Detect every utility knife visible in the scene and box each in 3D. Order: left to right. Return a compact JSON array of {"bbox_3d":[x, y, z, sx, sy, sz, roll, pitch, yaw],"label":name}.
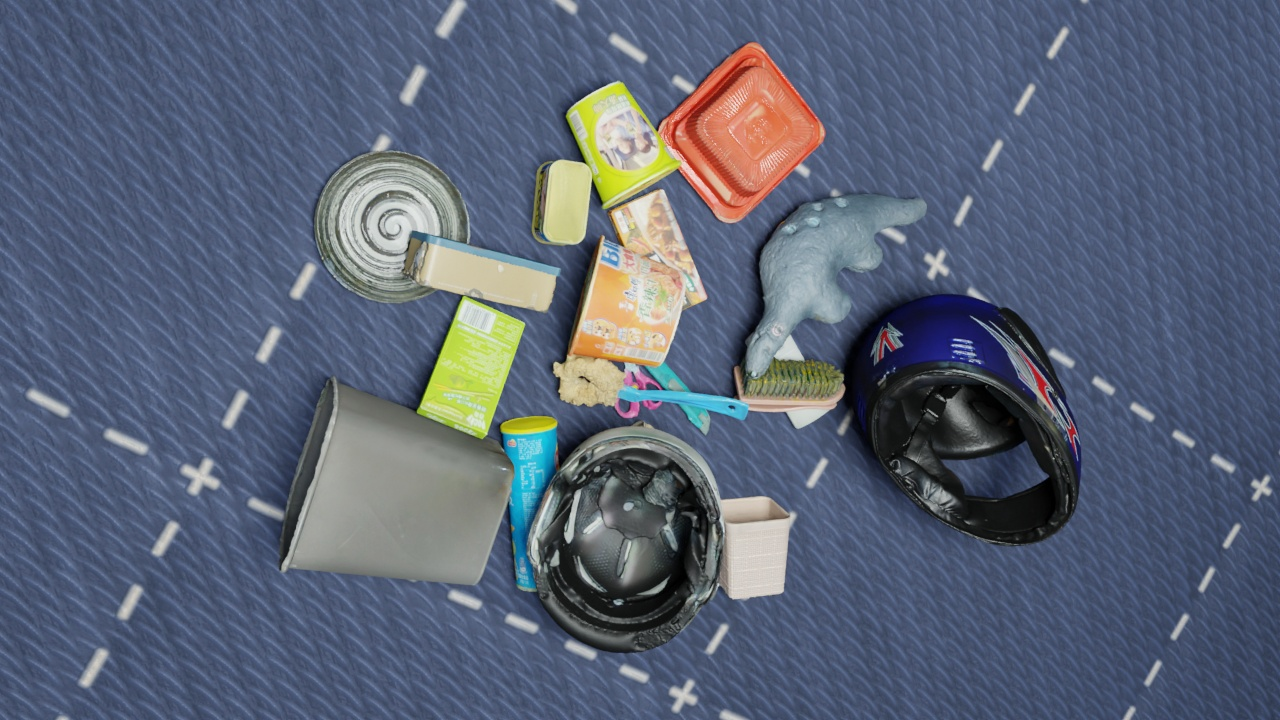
[{"bbox_3d":[0.038,0.028,1.202,0.182,0.013,0.029,48,63,-19],"label":"utility knife"}]

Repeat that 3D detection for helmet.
[{"bbox_3d":[-0.010,0.195,1.106,0.230,0.156,0.274,11,112,4],"label":"helmet"},{"bbox_3d":[0.421,0.058,1.186,0.315,0.239,0.248,45,124,-9],"label":"helmet"}]

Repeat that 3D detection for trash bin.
[{"bbox_3d":[-0.282,0.149,1.065,0.219,0.199,0.199,17,95,-23],"label":"trash bin"}]

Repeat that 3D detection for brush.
[{"bbox_3d":[0.013,0.040,1.162,0.254,0.045,0.083,11,125,-7],"label":"brush"},{"bbox_3d":[0.197,0.036,1.205,0.145,0.063,0.073,3,132,-8],"label":"brush"}]

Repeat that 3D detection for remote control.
[{"bbox_3d":[0.199,0.019,1.241,0.058,0.021,0.150,-31,104,1],"label":"remote control"}]

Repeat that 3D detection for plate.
[{"bbox_3d":[-0.295,-0.158,1.094,0.179,0.024,0.179,-2,98,-15],"label":"plate"}]

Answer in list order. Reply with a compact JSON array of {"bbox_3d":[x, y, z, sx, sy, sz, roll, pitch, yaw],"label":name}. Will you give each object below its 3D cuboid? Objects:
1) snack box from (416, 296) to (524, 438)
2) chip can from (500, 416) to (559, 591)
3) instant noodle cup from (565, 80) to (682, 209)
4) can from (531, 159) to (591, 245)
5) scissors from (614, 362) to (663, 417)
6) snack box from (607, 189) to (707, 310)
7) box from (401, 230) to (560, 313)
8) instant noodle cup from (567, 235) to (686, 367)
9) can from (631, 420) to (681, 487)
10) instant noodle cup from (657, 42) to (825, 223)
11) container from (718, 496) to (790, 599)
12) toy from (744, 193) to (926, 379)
[{"bbox_3d":[-0.202,0.008,1.102,0.085,0.026,0.156,23,62,-17],"label":"snack box"},{"bbox_3d":[-0.132,0.180,1.160,0.071,0.071,0.210,-6,100,-13],"label":"chip can"},{"bbox_3d":[-0.026,-0.263,1.106,0.111,0.112,0.123,-30,96,-8],"label":"instant noodle cup"},{"bbox_3d":[-0.095,-0.190,1.106,0.057,0.083,0.102,5,97,-15],"label":"can"},{"bbox_3d":[-0.005,0.005,1.195,0.073,0.017,0.137,-9,96,-15],"label":"scissors"},{"bbox_3d":[0.022,-0.134,1.173,0.075,0.026,0.154,-25,104,-9],"label":"snack box"},{"bbox_3d":[-0.181,-0.103,1.080,0.184,0.090,0.061,9,98,-33],"label":"box"},{"bbox_3d":[-0.015,-0.063,1.102,0.111,0.151,0.151,15,94,-7],"label":"instant noodle cup"},{"bbox_3d":[0.026,0.135,1.198,0.116,0.058,0.058,43,86,-16],"label":"can"},{"bbox_3d":[0.132,-0.285,1.151,0.189,0.079,0.164,-45,104,-2],"label":"instant noodle cup"},{"bbox_3d":[0.145,0.252,1.231,0.090,0.090,0.111,-3,103,-14],"label":"container"},{"bbox_3d":[0.230,-0.128,1.184,0.138,0.091,0.355,47,73,-10],"label":"toy"}]
